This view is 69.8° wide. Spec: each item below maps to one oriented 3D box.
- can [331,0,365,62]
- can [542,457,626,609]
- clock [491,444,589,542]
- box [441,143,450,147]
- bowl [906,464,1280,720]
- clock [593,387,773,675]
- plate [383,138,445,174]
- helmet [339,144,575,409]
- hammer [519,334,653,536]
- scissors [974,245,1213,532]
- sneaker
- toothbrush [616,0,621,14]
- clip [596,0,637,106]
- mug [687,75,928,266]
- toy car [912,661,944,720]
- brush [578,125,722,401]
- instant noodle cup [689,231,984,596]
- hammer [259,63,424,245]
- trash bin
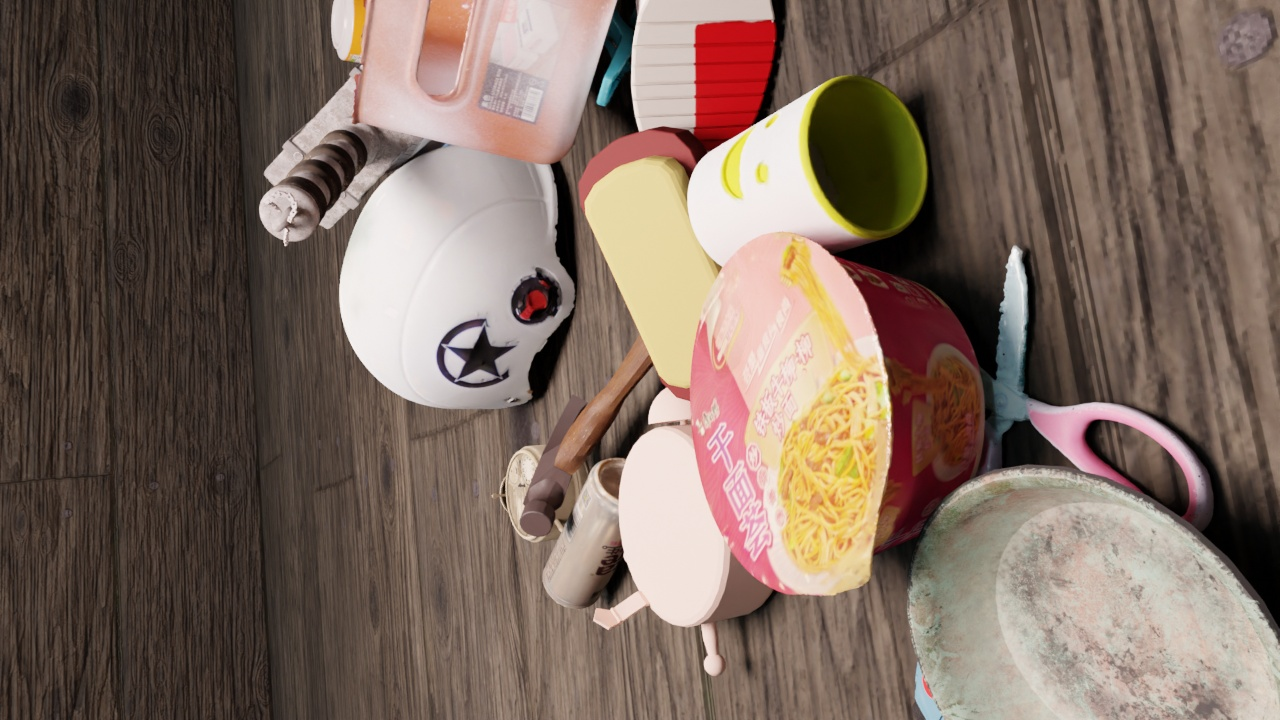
[{"bbox_3d":[-0.254,-0.356,0.990,0.079,0.142,0.079,4,95,59],"label":"can"},{"bbox_3d":[-0.035,0.139,0.734,0.054,0.054,0.136,61,139,38],"label":"can"},{"bbox_3d":[-0.098,0.121,0.839,0.141,0.054,0.093,-13,80,56],"label":"clock"},{"bbox_3d":[-0.183,-0.203,0.997,0.126,0.020,0.208,-44,55,52],"label":"box"},{"bbox_3d":[0.183,0.115,0.368,0.158,0.038,0.157,22,117,50],"label":"bowl"},{"bbox_3d":[0.029,0.106,0.608,0.131,0.086,0.161,45,122,49],"label":"clock"},{"bbox_3d":[-0.187,-0.249,0.916,0.189,0.016,0.188,-35,28,22],"label":"plate"},{"bbox_3d":[-0.188,-0.085,0.856,0.236,0.163,0.264,46,123,42],"label":"helmet"},{"bbox_3d":[-0.004,0.004,0.663,0.324,0.033,0.115,-53,11,36],"label":"hammer"},{"bbox_3d":[0.170,0.042,0.427,0.170,0.013,0.173,51,133,44],"label":"scissors"},{"bbox_3d":[0.029,-0.242,0.596,0.104,0.090,0.237,-127,34,-74],"label":"sneaker"},{"bbox_3d":[-0.011,-0.337,0.710,0.016,0.016,0.167,46,128,50],"label":"toothbrush"},{"bbox_3d":[0.008,-0.220,0.664,0.027,0.103,0.120,-53,41,44],"label":"clip"},{"bbox_3d":[0.087,-0.094,0.494,0.106,0.082,0.082,-14,79,60],"label":"mug"},{"bbox_3d":[0.162,0.182,0.434,0.107,0.027,0.060,60,139,38],"label":"toy car"},{"bbox_3d":[0.022,-0.055,0.562,0.082,0.041,0.173,-21,98,30],"label":"brush"},{"bbox_3d":[0.099,0.025,0.471,0.179,0.077,0.178,178,90,-65],"label":"instant noodle cup"},{"bbox_3d":[-0.247,-0.155,0.733,0.177,0.079,0.325,-40,23,17],"label":"hammer"},{"bbox_3d":[-0.108,-0.280,0.680,0.259,0.157,0.182,-99,25,-52],"label":"trash bin"}]
